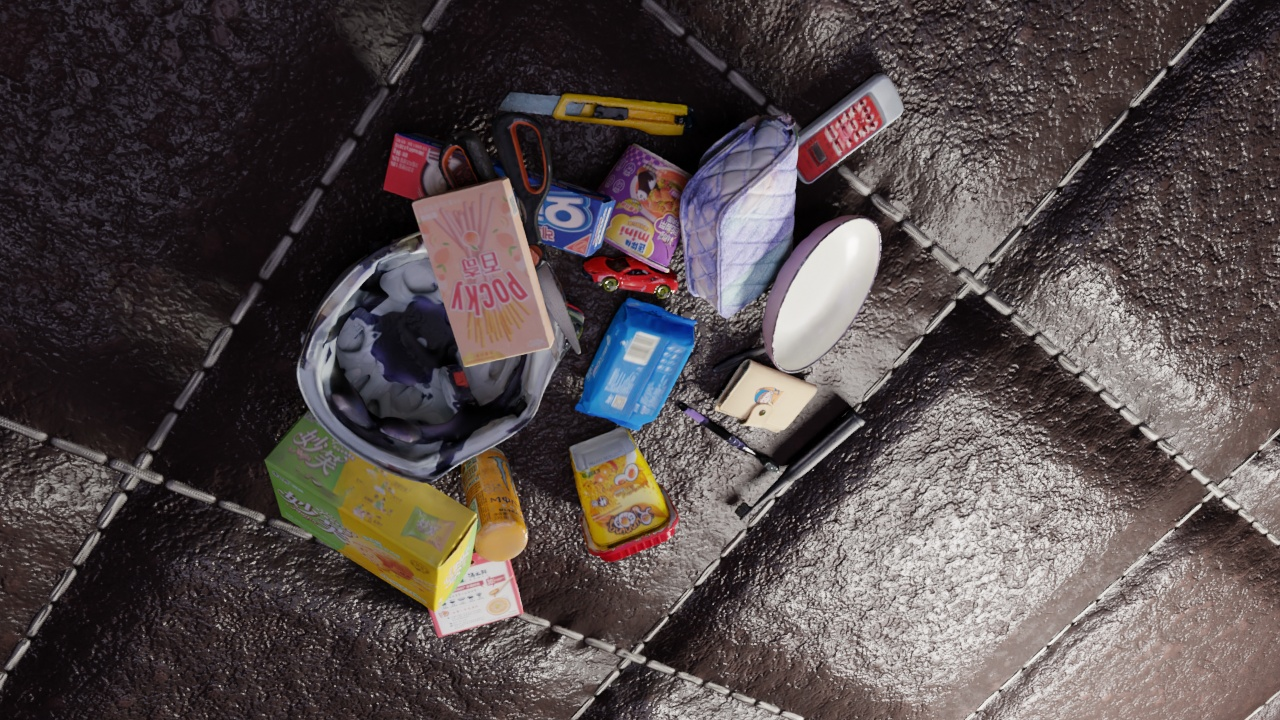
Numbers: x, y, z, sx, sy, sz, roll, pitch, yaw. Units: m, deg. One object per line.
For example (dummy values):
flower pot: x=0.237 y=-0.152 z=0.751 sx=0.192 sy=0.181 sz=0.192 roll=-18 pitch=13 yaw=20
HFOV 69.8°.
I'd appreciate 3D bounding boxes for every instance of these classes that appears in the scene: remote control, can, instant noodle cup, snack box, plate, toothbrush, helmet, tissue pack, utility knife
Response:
remote control: x=0.219 y=-0.250 z=0.991 sx=0.136 sy=0.020 sz=0.056 roll=-36 pitch=123 yaw=6
can: x=-0.168 y=0.160 z=1.038 sx=0.058 sy=0.146 sz=0.058 roll=-8 pitch=122 yaw=-14
instant noodle cup: x=-0.028 y=0.157 z=1.110 sx=0.116 sy=0.116 sz=0.124 roll=-21 pitch=112 yaw=-4
instant noodle cup: x=0.003 y=-0.158 z=0.931 sx=0.111 sy=0.111 sz=0.099 roll=24 pitch=103 yaw=-28
snack box: x=-0.131 y=-0.158 z=0.862 sx=0.207 sy=0.057 sz=0.058 roll=18 pitch=106 yaw=2
plate: x=0.196 y=-0.078 z=1.024 sx=0.192 sy=0.039 sz=0.193 roll=-32 pitch=141 yaw=-31
toothbrush: x=0.209 y=0.141 z=1.220 sx=0.213 sy=0.026 sz=0.027 roll=-42 pitch=88 yaw=11
snack box: x=-0.216 y=0.277 z=1.155 sx=0.113 sy=0.044 sz=0.127 roll=-13 pitch=124 yaw=-9
snack box: x=-0.277 y=0.161 z=0.955 sx=0.210 sy=0.069 sz=0.158 roll=30 pitch=147 yaw=5
toothbrush: x=0.116 y=0.102 z=1.172 sx=0.189 sy=0.016 sz=0.014 roll=34 pitch=105 yaw=-29
helmet: x=-0.208 y=-0.021 z=0.916 sx=0.258 sy=0.146 sz=0.229 roll=-46 pitch=115 yaw=-6
tissue pack: x=-0.006 y=0.006 z=1.054 sx=0.095 sy=0.052 sz=0.157 roll=17 pitch=113 yaw=-23
toothbrush: x=0.170 y=-0.026 z=1.113 sx=0.181 sy=0.018 sz=0.016 roll=-26 pitch=145 yaw=1
utility knife: x=-0.038 y=-0.246 z=0.915 sx=0.206 sy=0.015 sz=0.033 roll=1 pitch=117 yaw=-17
snack box: x=-0.138 y=-0.077 z=0.819 sx=0.084 sy=0.026 sz=0.157 roll=-13 pitch=107 yaw=6

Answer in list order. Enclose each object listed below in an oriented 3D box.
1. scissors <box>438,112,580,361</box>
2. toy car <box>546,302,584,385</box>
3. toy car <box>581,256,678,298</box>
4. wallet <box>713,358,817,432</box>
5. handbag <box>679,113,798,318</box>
scissors: x=-0.092 y=-0.112 z=0.828 sx=0.163 sy=0.021 sz=0.234 roll=-42 pitch=97 yaw=17
toy car: x=-0.110 y=-0.017 z=1.011 sx=0.053 sy=0.045 sz=0.121 roll=25 pitch=115 yaw=-31
toy car: x=-0.011 y=-0.094 z=0.994 sx=0.106 sy=0.049 sz=0.031 roll=5 pitch=117 yaw=-20
wallet: x=0.155 y=0.049 z=1.145 sx=0.115 sy=0.024 sz=0.087 roll=19 pitch=119 yaw=-33
handbag: x=0.103 y=-0.143 z=0.934 sx=0.134 sy=0.075 sz=0.194 roll=-41 pitch=153 yaw=-19
